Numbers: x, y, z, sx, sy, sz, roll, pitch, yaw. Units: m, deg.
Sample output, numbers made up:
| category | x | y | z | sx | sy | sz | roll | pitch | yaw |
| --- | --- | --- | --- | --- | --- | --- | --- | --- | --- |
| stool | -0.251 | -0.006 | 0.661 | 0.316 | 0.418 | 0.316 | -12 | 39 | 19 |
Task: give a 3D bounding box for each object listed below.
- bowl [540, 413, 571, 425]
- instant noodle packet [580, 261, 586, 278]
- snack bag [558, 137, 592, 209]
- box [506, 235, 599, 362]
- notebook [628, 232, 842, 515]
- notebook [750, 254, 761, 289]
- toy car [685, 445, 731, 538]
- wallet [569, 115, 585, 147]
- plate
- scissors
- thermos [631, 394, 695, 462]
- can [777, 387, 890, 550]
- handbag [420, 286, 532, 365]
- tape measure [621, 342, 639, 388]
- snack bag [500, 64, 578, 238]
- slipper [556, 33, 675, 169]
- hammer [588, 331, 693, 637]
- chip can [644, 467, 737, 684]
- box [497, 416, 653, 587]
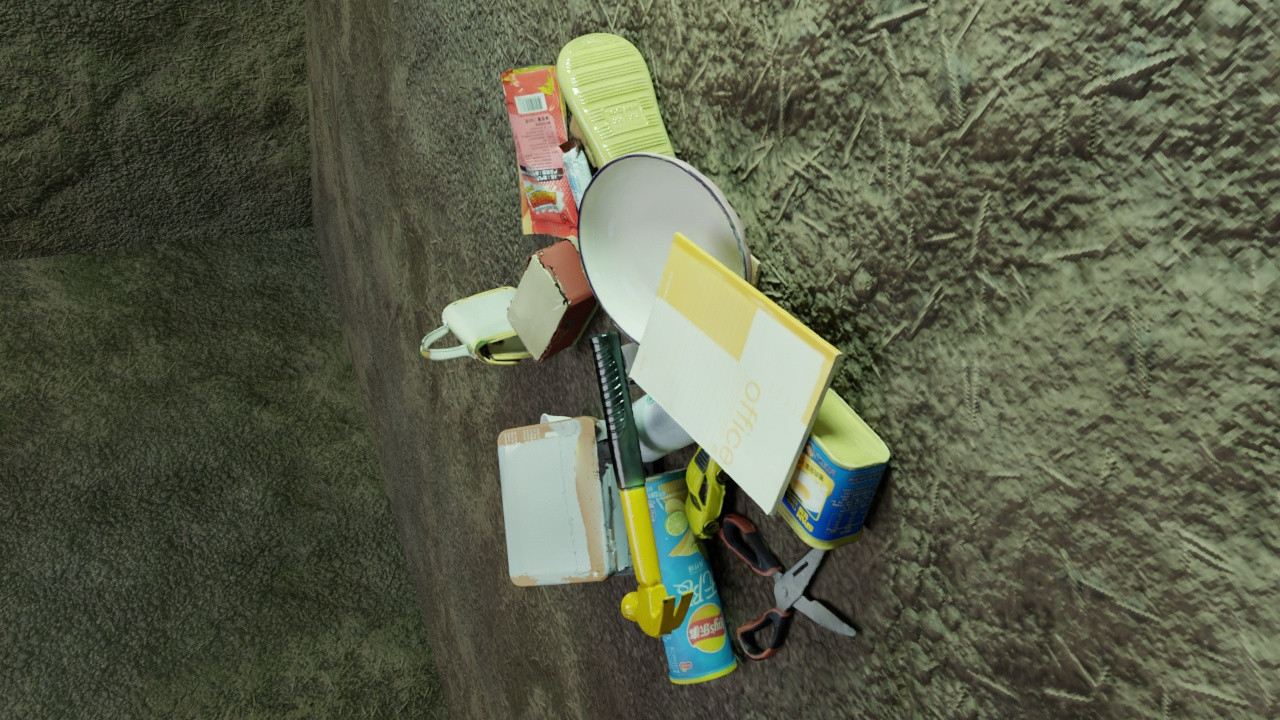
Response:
| category | x | y | z | sx | sy | sz | roll | pitch | yaw |
| --- | --- | --- | --- | --- | --- | --- | --- | --- | --- |
| bowl | -0.082 | 0.120 | 1.179 | 0.118 | 0.064 | 0.118 | 168 | 90 | -74 |
| instant noodle packet | -0.019 | -0.115 | 0.953 | 0.128 | 0.044 | 0.111 | 47 | 134 | 43 |
| snack bag | -0.067 | -0.202 | 1.053 | 0.048 | 0.026 | 0.104 | 1 | 110 | 64 |
| box | -0.114 | -0.071 | 1.135 | 0.091 | 0.078 | 0.169 | 55 | 150 | 11 |
| notebook | 0.066 | 0.005 | 0.736 | 0.206 | 0.010 | 0.146 | 45 | 127 | 43 |
| notebook | 0.048 | -0.078 | 0.890 | 0.207 | 0.008 | 0.148 | 51 | 143 | 46 |
| toy car | 0.062 | 0.126 | 0.899 | 0.048 | 0.032 | 0.105 | -126 | 41 | -59 |
| wallet | -0.046 | -0.279 | 0.996 | 0.101 | 0.020 | 0.115 | 54 | 143 | 43 |
| plate | 0.025 | -0.095 | 0.823 | 0.192 | 0.038 | 0.193 | 23 | 128 | 33 |
| scissors | 0.124 | 0.214 | 0.841 | 0.225 | 0.015 | 0.189 | 35 | 131 | 57 |
| thermos | 0.037 | 0.047 | 0.878 | 0.225 | 0.073 | 0.073 | 142 | 114 | -66 |
| can | 0.138 | 0.079 | 0.708 | 0.102 | 0.057 | 0.083 | 52 | 142 | 44 |
| handbag | -0.230 | -0.036 | 1.305 | 0.163 | 0.178 | 0.063 | 37 | 138 | 54 |
| tape measure | -0.006 | 0.006 | 0.971 | 0.066 | 0.065 | 0.033 | 128 | 128 | -61 |
| snack bag | -0.118 | -0.250 | 1.115 | 0.129 | 0.073 | 0.208 | 16 | 120 | 48 |
| slipper | -0.028 | -0.226 | 0.898 | 0.190 | 0.091 | 0.082 | 69 | 156 | 13 |
| hammer | -0.008 | 0.121 | 0.892 | 0.129 | 0.032 | 0.300 | 171 | 88 | -67 |
| chip can | 0.043 | 0.221 | 0.955 | 0.071 | 0.071 | 0.210 | -24 | 77 | 65 |
| box | -0.076 | 0.160 | 1.030 | 0.150 | 0.166 | 0.181 | 149 | 120 | -66 |
